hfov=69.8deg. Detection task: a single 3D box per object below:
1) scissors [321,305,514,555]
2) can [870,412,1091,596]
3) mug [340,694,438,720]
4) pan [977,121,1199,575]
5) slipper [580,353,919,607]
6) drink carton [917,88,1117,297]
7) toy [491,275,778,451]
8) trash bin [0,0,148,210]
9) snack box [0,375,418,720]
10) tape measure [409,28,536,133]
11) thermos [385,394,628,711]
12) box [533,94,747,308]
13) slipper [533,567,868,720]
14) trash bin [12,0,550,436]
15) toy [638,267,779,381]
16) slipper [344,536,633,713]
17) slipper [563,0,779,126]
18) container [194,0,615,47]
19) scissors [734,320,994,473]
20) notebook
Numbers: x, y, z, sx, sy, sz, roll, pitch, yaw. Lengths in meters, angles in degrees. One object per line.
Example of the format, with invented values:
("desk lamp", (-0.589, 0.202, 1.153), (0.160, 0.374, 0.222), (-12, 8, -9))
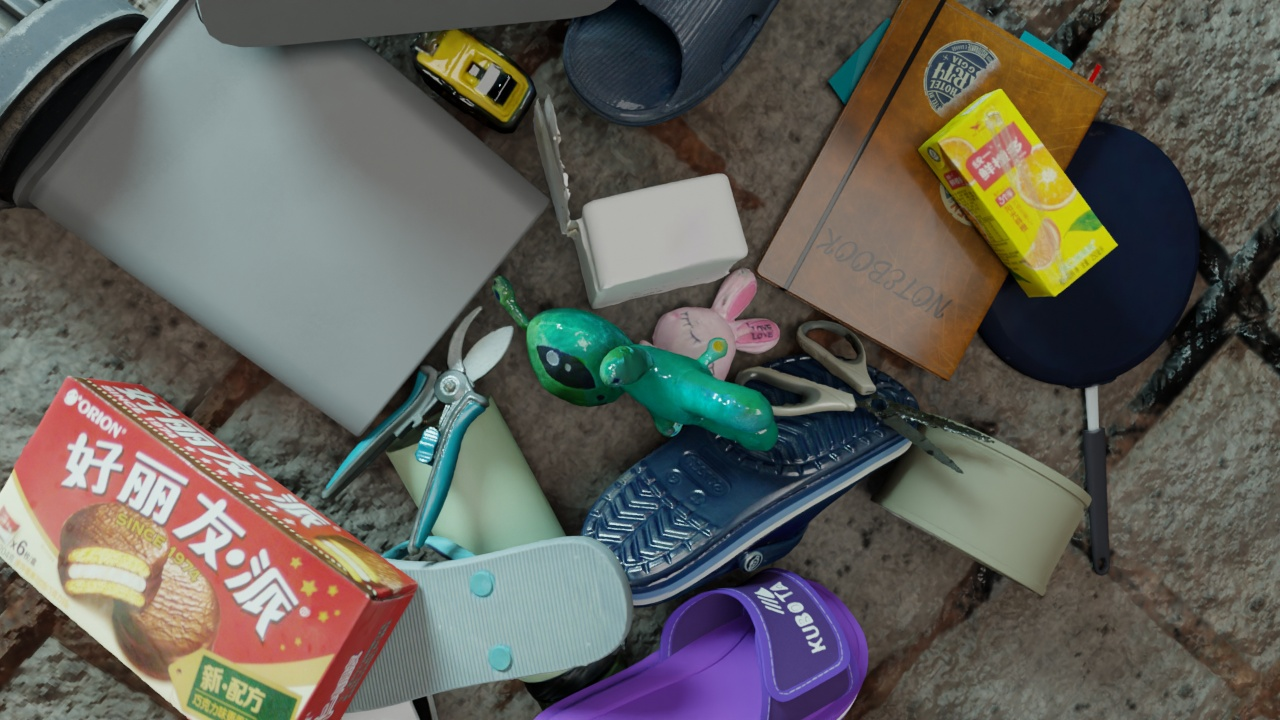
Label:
("scissors", (-0.130, 0.043, 0.541), (0.124, 0.019, 0.156), (-9, 74, 5))
("can", (0.236, 0.098, 0.640), (0.127, 0.128, 0.073), (30, 89, -13))
("mug", (-0.193, 0.220, 0.605), (0.089, 0.073, 0.105), (-21, 74, -8))
("pan", (0.347, -0.002, 0.704), (0.198, 0.021, 0.356), (-10, 100, -10))
("slipper", (0.072, 0.085, 0.628), (0.252, 0.105, 0.095), (-29, 136, -16))
("drink carton", (0.255, -0.112, 0.625), (0.058, 0.043, 0.134), (-39, 95, 0))
("toy", (-0.003, 0.003, 0.565), (0.193, 0.131, 0.072), (21, 76, 20))
("trash bin", (-0.391, -0.198, 0.465), (0.227, 0.164, 0.164), (39, 88, -17))
("snack box", (-0.256, 0.116, 0.529), (0.236, 0.060, 0.113), (31, 90, 14))
("tape measure", (-0.102, -0.173, 0.567), (0.072, 0.071, 0.042), (30, 88, -6))
("thermos", (-0.076, 0.139, 0.609), (0.082, 0.082, 0.231), (-28, 101, -7))
("box", (-0.015, -0.108, 0.581), (0.128, 0.108, 0.137), (-13, 86, -7))
("slipper", (0.052, 0.194, 0.575), (0.265, 0.107, 0.084), (-16, 132, -34))
("trash bin", (-0.199, -0.096, 0.546), (0.220, 0.097, 0.192), (39, 89, -14))
("toy", (0.046, -0.014, 0.630), (0.109, 0.047, 0.063), (-36, 95, -18))
("slipper", (-0.129, 0.157, 0.556), (0.269, 0.054, 0.098), (-8, 89, 16))
("slipper", (0.048, -0.254, 0.550), (0.101, 0.083, 0.263), (37, 73, 14))
("container", (-0.116, -0.316, 0.406), (0.245, 0.248, 0.243), (-14, 81, -21))
("scissors", (0.136, 0.023, 0.599), (0.162, 0.158, 0.013), (-6, 131, -2))
("notebook", (0.202, -0.137, 0.650), (0.178, 0.014, 0.249), (28, 91, -5))
